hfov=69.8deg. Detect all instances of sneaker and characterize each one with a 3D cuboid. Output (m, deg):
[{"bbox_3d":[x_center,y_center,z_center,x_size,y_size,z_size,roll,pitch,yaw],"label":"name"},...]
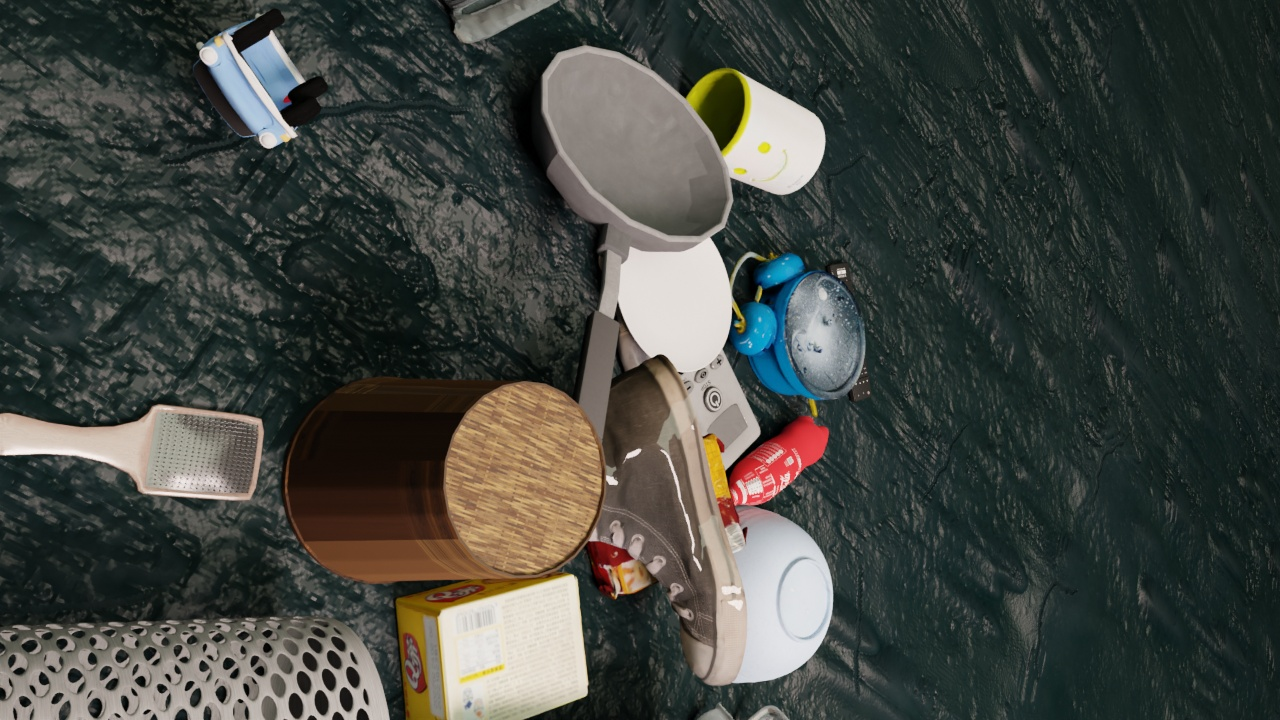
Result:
[{"bbox_3d":[-0.005,0.125,0.628,0.119,0.095,0.235,-18,105,-12],"label":"sneaker"}]

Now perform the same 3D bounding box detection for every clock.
[{"bbox_3d":[0.139,-0.032,0.833,0.161,0.060,0.116,45,59,-26],"label":"clock"}]

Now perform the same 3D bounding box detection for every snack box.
[{"bbox_3d":[-0.096,0.187,0.599,0.105,0.061,0.083,-4,88,-41],"label":"snack box"}]

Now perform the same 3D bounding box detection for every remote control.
[{"bbox_3d":[0.050,0.019,0.775,0.074,0.019,0.151,-39,110,-37],"label":"remote control"},{"bbox_3d":[0.211,-0.029,0.927,0.030,0.009,0.140,-13,93,-41],"label":"remote control"}]

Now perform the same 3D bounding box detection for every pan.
[{"bbox_3d":[-0.019,-0.086,0.648,0.178,0.041,0.356,28,48,-25],"label":"pan"}]

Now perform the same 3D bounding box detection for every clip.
[{"bbox_3d":[0.071,0.332,0.695,0.151,0.126,0.104,-33,115,-14],"label":"clip"}]

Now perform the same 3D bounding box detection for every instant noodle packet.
[{"bbox_3d":[0.018,0.118,0.705,0.135,0.040,0.098,-17,99,-23],"label":"instant noodle packet"}]

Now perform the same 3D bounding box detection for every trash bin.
[{"bbox_3d":[-0.229,0.198,0.424,0.183,0.157,0.156,9,79,-43],"label":"trash bin"}]

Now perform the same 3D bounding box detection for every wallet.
[{"bbox_3d":[-0.070,-0.273,0.633,0.054,0.132,0.100,48,58,-31],"label":"wallet"}]

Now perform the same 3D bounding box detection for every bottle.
[{"bbox_3d":[0.114,0.094,0.806,0.141,0.042,0.042,-30,104,-38],"label":"bottle"}]

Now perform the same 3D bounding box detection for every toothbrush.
[{"bbox_3d":[-0.004,0.004,0.730,0.024,0.022,0.185,-43,115,-75],"label":"toothbrush"}]

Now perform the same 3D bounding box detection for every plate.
[{"bbox_3d":[0.026,-0.057,0.741,0.134,0.011,0.134,11,74,-43],"label":"plate"}]

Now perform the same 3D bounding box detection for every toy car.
[{"bbox_3d":[-0.210,-0.153,0.501,0.055,0.153,0.056,-30,118,-2],"label":"toy car"}]

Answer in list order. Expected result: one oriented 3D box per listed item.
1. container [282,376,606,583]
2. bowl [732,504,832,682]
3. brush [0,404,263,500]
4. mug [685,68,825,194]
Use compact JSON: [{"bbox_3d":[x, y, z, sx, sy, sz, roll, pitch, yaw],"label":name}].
[{"bbox_3d":[-0.110,0.068,0.531,0.132,0.168,0.132,6,80,-40],"label":"container"},{"bbox_3d":[0.111,0.197,0.769,0.150,0.075,0.150,7,79,-40],"label":"bowl"},{"bbox_3d":[-0.272,0.046,0.494,0.135,0.015,0.049,13,77,-39],"label":"brush"},{"bbox_3d":[0.097,-0.197,0.802,0.106,0.083,0.082,12,77,-41],"label":"mug"}]
